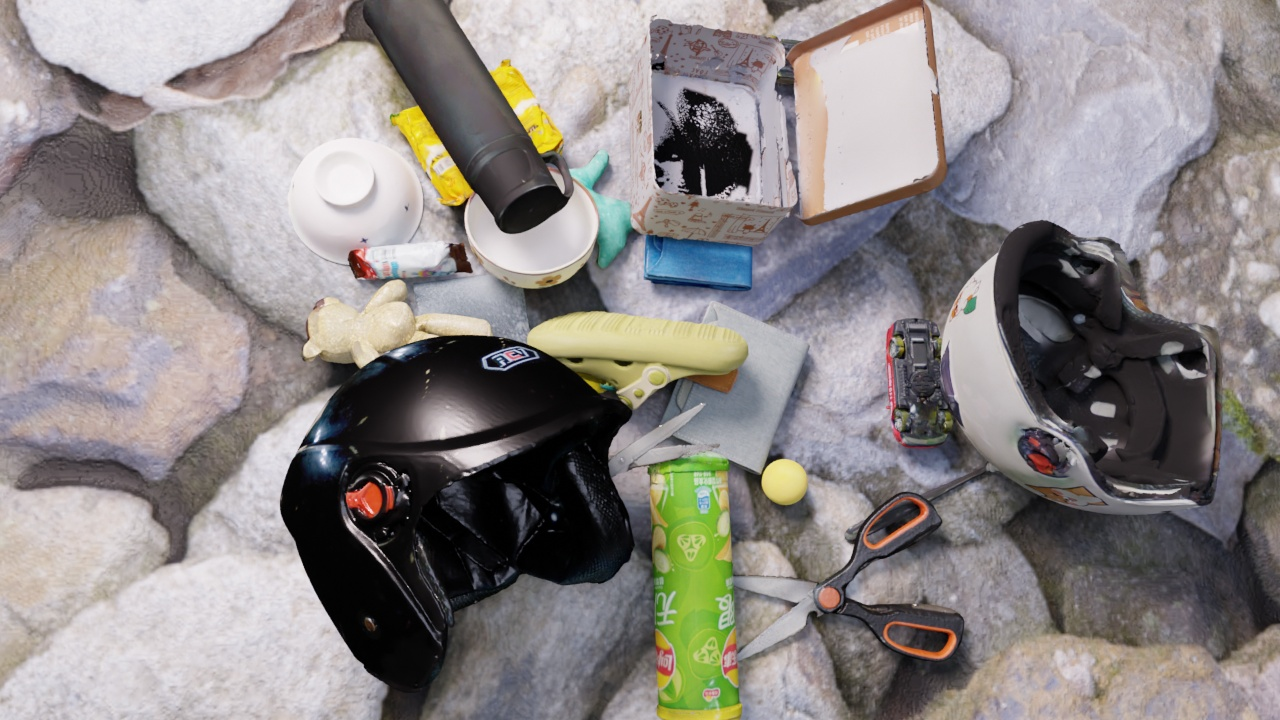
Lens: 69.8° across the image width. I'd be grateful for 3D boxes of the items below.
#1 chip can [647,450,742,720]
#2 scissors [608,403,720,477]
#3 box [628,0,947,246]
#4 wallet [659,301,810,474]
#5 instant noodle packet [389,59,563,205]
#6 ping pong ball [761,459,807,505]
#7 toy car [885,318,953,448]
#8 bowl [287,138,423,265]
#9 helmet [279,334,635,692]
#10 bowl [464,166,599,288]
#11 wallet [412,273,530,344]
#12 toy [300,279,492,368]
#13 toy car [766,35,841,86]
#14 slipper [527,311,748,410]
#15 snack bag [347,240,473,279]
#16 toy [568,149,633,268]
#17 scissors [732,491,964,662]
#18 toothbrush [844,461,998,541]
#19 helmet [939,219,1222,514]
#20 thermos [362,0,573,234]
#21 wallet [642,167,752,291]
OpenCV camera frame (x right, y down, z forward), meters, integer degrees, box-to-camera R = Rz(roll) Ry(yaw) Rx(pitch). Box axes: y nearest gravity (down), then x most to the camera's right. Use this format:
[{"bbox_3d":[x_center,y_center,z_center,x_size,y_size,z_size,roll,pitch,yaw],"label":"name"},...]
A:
[{"bbox_3d":[0.045,0.187,0.773,0.072,0.073,0.221,-1,80,-8],"label":"chip can"},{"bbox_3d":[-0.019,0.089,0.772,0.163,0.014,0.166,22,100,20],"label":"scissors"},{"bbox_3d":[0.118,-0.203,0.792,0.273,0.130,0.179,-4,71,12],"label":"box"},{"bbox_3d":[0.084,0.022,0.825,0.106,0.037,0.129,24,78,-4],"label":"wallet"},{"bbox_3d":[-0.146,-0.202,0.828,0.128,0.044,0.110,-30,79,-15],"label":"instant noodle packet"},{"bbox_3d":[0.128,0.108,0.813,0.040,0.040,0.040,1,80,-8],"label":"ping pong ball"},{"bbox_3d":[0.252,0.022,0.842,0.053,0.045,0.120,2,75,-6],"label":"toy car"},{"bbox_3d":[-0.251,-0.148,0.794,0.118,0.065,0.118,1,80,-8],"label":"bowl"},{"bbox_3d":[-0.134,0.091,0.675,0.230,0.232,0.275,45,118,17],"label":"helmet"},{"bbox_3d":[-0.093,-0.107,0.797,0.113,0.062,0.113,2,62,-4],"label":"bowl"},{"bbox_3d":[-0.145,-0.016,0.811,0.097,0.019,0.120,-9,83,-7],"label":"wallet"},{"bbox_3d":[-0.203,-0.019,0.774,0.157,0.066,0.105,6,54,1],"label":"toy"},{"bbox_3d":[0.148,-0.285,0.885,0.090,0.035,0.042,5,78,-6],"label":"toy car"},{"bbox_3d":[-0.005,0.005,0.781,0.191,0.091,0.081,4,101,11],"label":"slipper"},{"bbox_3d":[-0.201,-0.086,0.798,0.105,0.045,0.026,-5,58,-2],"label":"snack bag"},{"bbox_3d":[-0.042,-0.144,0.840,0.092,0.030,0.096,34,75,-3],"label":"toy"},{"bbox_3d":[0.186,0.200,0.815,0.221,0.022,0.224,28,83,-1],"label":"scissors"},{"bbox_3d":[0.267,0.125,0.843,0.181,0.018,0.015,-23,92,-9],"label":"toothbrush"},{"bbox_3d":[0.360,0.022,0.793,0.274,0.157,0.229,31,58,-11],"label":"helmet"},{"bbox_3d":[-0.143,-0.219,0.779,0.089,0.069,0.242,-17,68,-44],"label":"thermos"},{"bbox_3d":[0.055,-0.134,0.848,0.106,0.040,0.133,5,78,-11],"label":"wallet"}]
